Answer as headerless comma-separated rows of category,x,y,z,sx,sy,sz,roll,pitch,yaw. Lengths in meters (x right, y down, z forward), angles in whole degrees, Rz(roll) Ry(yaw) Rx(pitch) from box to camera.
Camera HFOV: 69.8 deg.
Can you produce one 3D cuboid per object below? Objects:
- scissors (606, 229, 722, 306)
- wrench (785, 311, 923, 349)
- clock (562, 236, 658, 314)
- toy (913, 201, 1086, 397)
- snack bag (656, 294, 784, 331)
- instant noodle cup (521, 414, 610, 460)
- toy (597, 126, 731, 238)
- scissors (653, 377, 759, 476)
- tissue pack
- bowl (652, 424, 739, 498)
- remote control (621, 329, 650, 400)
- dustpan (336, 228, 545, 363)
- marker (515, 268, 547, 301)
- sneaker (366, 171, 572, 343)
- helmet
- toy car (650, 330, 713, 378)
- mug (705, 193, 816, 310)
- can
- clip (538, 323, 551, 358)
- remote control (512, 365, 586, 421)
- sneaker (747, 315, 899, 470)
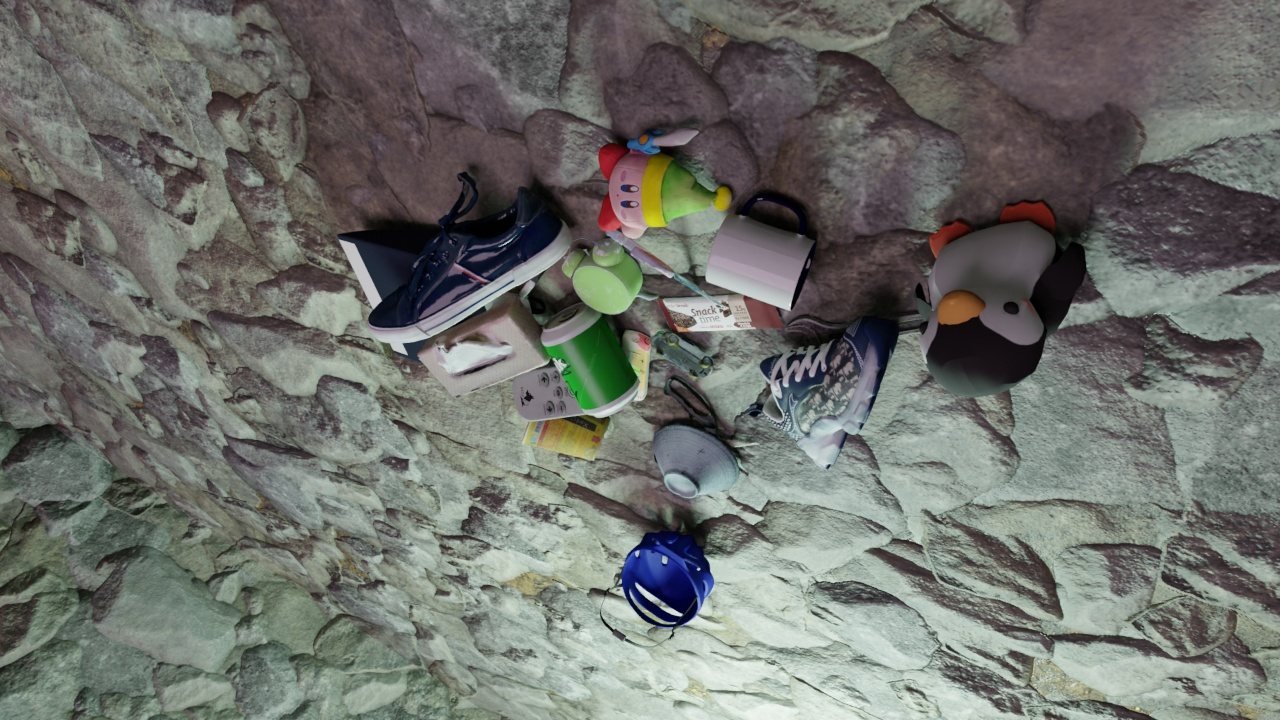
scissors,0.018,-0.112,1.045,0.177,0.013,0.170,37,-170,29
wrench,0.280,-0.038,1.019,0.274,0.010,0.070,-10,127,41
clock,-0.044,-0.105,1.136,0.095,0.042,0.119,-14,124,42
toy,0.324,-0.032,0.842,0.159,0.183,0.140,-14,119,41
snack bag,0.095,-0.057,1.120,0.158,0.013,0.057,0,132,34
instant noodle cup,-0.110,0.101,1.380,0.112,0.100,0.101,22,143,-3
toy,0.023,-0.191,0.984,0.131,0.096,0.124,17,113,36
scissors,0.071,0.109,1.325,0.201,0.015,0.206,47,139,-17
tissue pack,-0.218,-0.011,1.245,0.182,0.071,0.104,-17,125,33
bowl,0.069,0.160,1.322,0.137,0.057,0.137,20,141,17
remote control,-0.007,0.007,1.260,0.038,0.018,0.126,20,140,14
dustpan,-0.265,-0.084,1.303,0.273,0.079,0.237,17,141,28
marker,-0.165,-0.080,1.235,0.011,0.011,0.152,37,124,-8
sneaker,-0.237,-0.128,1.129,0.295,0.120,0.127,-28,124,18
helmet,0.021,0.387,1.499,0.148,0.227,0.242,31,143,16
toy car,0.055,-0.011,1.188,0.090,0.027,0.039,33,146,-5
mug,0.133,-0.121,0.979,0.097,0.078,0.112,21,114,13
can,-0.066,-0.001,1.215,0.088,0.087,0.140,-12,115,42
clip,-0.124,-0.016,1.278,0.116,0.026,0.097,11,135,-1
remote control,-0.107,0.043,1.299,0.151,0.019,0.074,-8,97,14
sneaker,0.202,0.024,1.060,0.132,0.103,0.270,27,151,9
